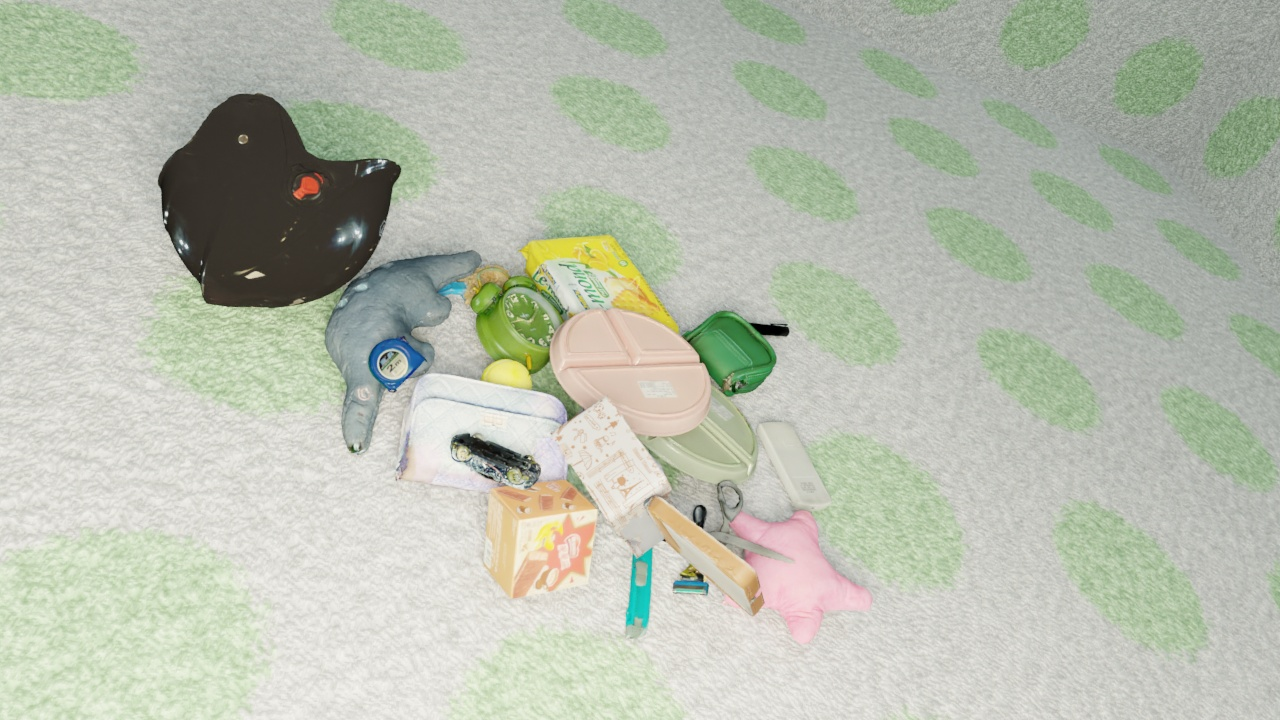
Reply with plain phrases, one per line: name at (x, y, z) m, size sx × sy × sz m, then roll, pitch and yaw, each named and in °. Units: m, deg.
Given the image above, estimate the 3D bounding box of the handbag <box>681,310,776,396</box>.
handbag at (0.130, -0.008, 1.383) m, size 0.131 × 0.068 × 0.120 m, roll 46°, pitch 39°, yaw 20°

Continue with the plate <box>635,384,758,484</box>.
plate at (0.067, 0.078, 1.249) m, size 0.230 × 0.028 × 0.229 m, roll 26°, pitch 29°, yaw -16°

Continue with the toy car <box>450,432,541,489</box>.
toy car at (-0.160, 0.111, 1.001) m, size 0.105 × 0.031 × 0.048 m, roll 23°, pitch 18°, yaw 9°

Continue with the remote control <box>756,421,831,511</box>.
remote control at (0.216, 0.149, 1.299) m, size 0.058 × 0.021 × 0.150 m, roll 3°, pitch 45°, yaw -28°

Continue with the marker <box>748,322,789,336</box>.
marker at (0.187, -0.053, 1.504) m, size 0.131 × 0.022 × 0.020 m, roll 3°, pitch 8°, yaw -28°

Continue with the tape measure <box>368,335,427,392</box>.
tape measure at (-0.285, 0.002, 1.057) m, size 0.054 × 0.025 × 0.058 m, roll 46°, pitch 67°, yaw -12°

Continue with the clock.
clock at (-0.168, -0.057, 1.240) m, size 0.161 × 0.056 × 0.115 m, roll 56°, pitch 34°, yaw 8°

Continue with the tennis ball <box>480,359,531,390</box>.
tennis ball at (-0.171, 0.031, 1.168) m, size 0.065 × 0.066 × 0.065 m, roll 16°, pitch 40°, yaw -14°

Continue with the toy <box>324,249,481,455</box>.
toy at (-0.313, -0.042, 1.140) m, size 0.138 × 0.092 × 0.355 m, roll 26°, pitch 48°, yaw -10°

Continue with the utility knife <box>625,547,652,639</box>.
utility knife at (0.001, 0.244, 1.076) m, size 0.029 × 0.013 × 0.192 m, roll 19°, pitch 39°, yaw -12°

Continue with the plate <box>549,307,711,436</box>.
plate at (-0.007, 0.007, 1.211) m, size 0.229 × 0.028 × 0.229 m, roll 17°, pitch 38°, yaw -14°

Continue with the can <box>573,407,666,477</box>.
can at (-0.028, 0.114, 1.169) m, size 0.053 × 0.053 × 0.134 m, roll -22°, pitch 60°, yaw -44°

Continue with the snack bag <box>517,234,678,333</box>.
snack bag at (-0.061, -0.089, 1.362) m, size 0.157 × 0.068 × 0.246 m, roll -11°, pitch 54°, yaw -38°

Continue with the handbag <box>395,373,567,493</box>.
handbag at (-0.183, 0.092, 1.079) m, size 0.193 × 0.076 × 0.134 m, roll 10°, pitch 56°, yaw -19°

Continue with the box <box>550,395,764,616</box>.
box at (0.021, 0.177, 1.003) m, size 0.088 × 0.178 × 0.262 m, roll -36°, pitch 64°, yaw -7°

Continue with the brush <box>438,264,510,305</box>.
brush at (-0.279, -0.088, 1.264) m, size 0.254 × 0.046 × 0.083 m, roll -13°, pitch 58°, yaw -35°

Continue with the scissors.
scissors at (0.105, 0.213, 1.113) m, size 0.177 × 0.014 × 0.159 m, roll 16°, pitch 47°, yaw 22°

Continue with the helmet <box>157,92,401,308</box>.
helmet at (-0.429, -0.178, 1.106) m, size 0.274 × 0.234 × 0.230 m, roll -1°, pitch 91°, yaw -13°

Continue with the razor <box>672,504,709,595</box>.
razor at (0.067, 0.232, 1.121) m, size 0.043 × 0.022 × 0.142 m, roll 1°, pitch 38°, yaw 8°

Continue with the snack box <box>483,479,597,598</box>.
snack box at (-0.108, 0.190, 0.988) m, size 0.094 × 0.093 × 0.077 m, roll -3°, pitch 19°, yaw -32°

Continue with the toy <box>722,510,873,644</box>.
toy at (0.169, 0.254, 1.119) m, size 0.178 × 0.075 × 0.194 m, roll -15°, pitch 51°, yaw -28°
